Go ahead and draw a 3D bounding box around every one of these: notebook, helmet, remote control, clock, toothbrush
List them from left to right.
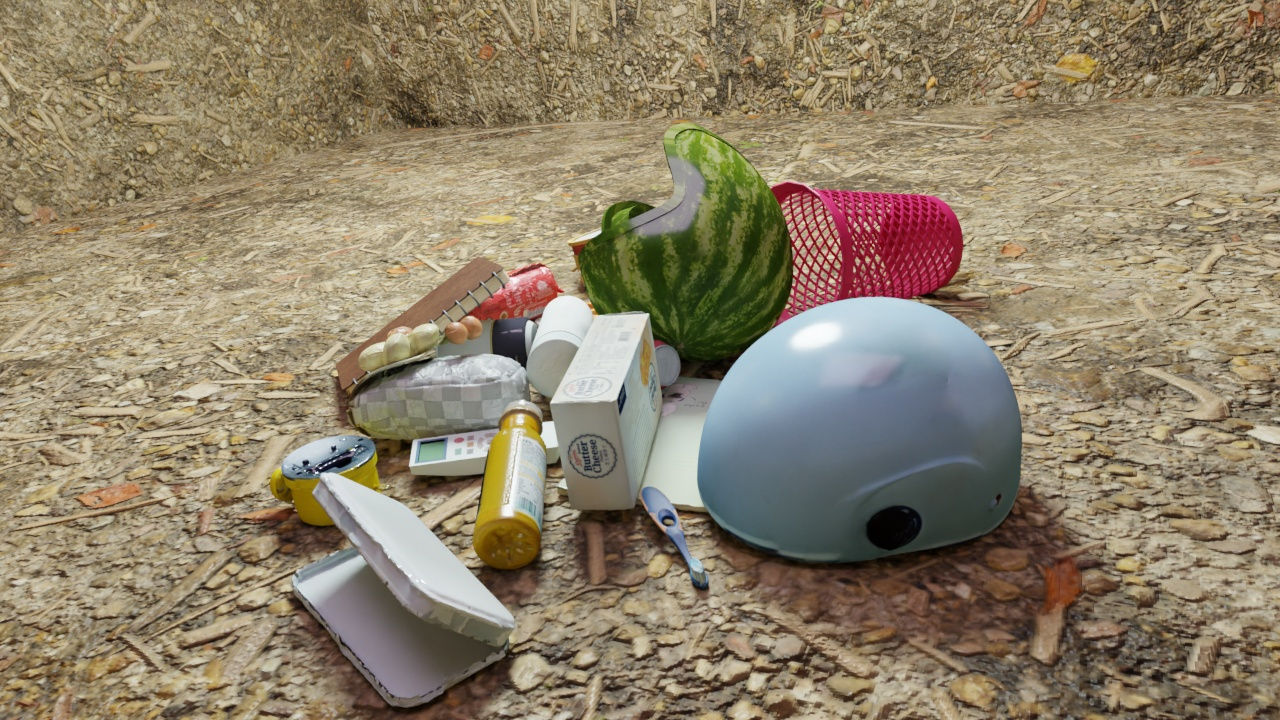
[{"bbox_3d":[-0.287,0.105,0.838,0.119,0.057,0.083,13,30,39],"label":"clock"},{"bbox_3d":[-0.262,-0.043,1.094,0.225,0.024,0.167,-39,21,-10],"label":"notebook"},{"bbox_3d":[-0.146,0.089,0.882,0.143,0.024,0.049,-7,26,-5],"label":"remote control"},{"bbox_3d":[-0.026,-0.164,1.388,0.158,0.081,0.117,-20,14,-10],"label":"clock"},{"bbox_3d":[0.025,0.134,0.725,0.021,0.017,0.135,-15,29,-13],"label":"toothbrush"},{"bbox_3d":[0.058,-0.114,1.054,0.214,0.243,0.246,-41,24,50],"label":"helmet"},{"bbox_3d":[0.055,0.073,0.887,0.182,0.010,0.251,4,24,23],"label":"notebook"},{"bbox_3d":[0.168,0.042,0.737,0.265,0.167,0.225,-17,32,-6],"label":"helmet"}]

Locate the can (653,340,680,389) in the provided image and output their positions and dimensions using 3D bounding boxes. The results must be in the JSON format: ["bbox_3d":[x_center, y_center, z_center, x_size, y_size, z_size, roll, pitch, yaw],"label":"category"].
[{"bbox_3d":[-0.006,0.006,0.985,0.053,0.054,0.097,-25,15,-38],"label":"can"}]

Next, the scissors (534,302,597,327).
[{"bbox_3d":[-0.086,-0.055,1.234,0.129,0.011,0.125,-10,21,-6],"label":"scissors"}]

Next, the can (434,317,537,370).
[{"bbox_3d":[-0.188,-0.016,1.097,0.127,0.064,0.064,-4,22,6],"label":"can"}]

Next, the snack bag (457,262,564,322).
[{"bbox_3d":[-0.185,-0.079,1.229,0.082,0.082,0.176,16,31,42],"label":"snack bag"}]

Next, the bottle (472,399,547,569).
[{"bbox_3d":[-0.108,0.098,0.786,0.053,0.053,0.185,-6,29,0],"label":"bottle"}]

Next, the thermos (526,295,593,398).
[{"bbox_3d":[-0.088,-0.020,1.046,0.068,0.068,0.230,-6,16,-1],"label":"thermos"}]

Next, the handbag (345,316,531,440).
[{"bbox_3d":[-0.201,0.018,0.943,0.171,0.123,0.112,-3,8,5],"label":"handbag"}]

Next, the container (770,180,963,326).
[{"bbox_3d":[0.277,-0.137,1.149,0.225,0.183,0.183,-10,21,-28],"label":"container"}]

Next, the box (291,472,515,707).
[{"bbox_3d":[-0.185,0.179,0.670,0.107,0.110,0.216,32,-3,-40],"label":"box"}]

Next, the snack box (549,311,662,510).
[{"bbox_3d":[-0.025,0.040,0.838,0.057,0.104,0.207,-5,22,11],"label":"snack box"}]
